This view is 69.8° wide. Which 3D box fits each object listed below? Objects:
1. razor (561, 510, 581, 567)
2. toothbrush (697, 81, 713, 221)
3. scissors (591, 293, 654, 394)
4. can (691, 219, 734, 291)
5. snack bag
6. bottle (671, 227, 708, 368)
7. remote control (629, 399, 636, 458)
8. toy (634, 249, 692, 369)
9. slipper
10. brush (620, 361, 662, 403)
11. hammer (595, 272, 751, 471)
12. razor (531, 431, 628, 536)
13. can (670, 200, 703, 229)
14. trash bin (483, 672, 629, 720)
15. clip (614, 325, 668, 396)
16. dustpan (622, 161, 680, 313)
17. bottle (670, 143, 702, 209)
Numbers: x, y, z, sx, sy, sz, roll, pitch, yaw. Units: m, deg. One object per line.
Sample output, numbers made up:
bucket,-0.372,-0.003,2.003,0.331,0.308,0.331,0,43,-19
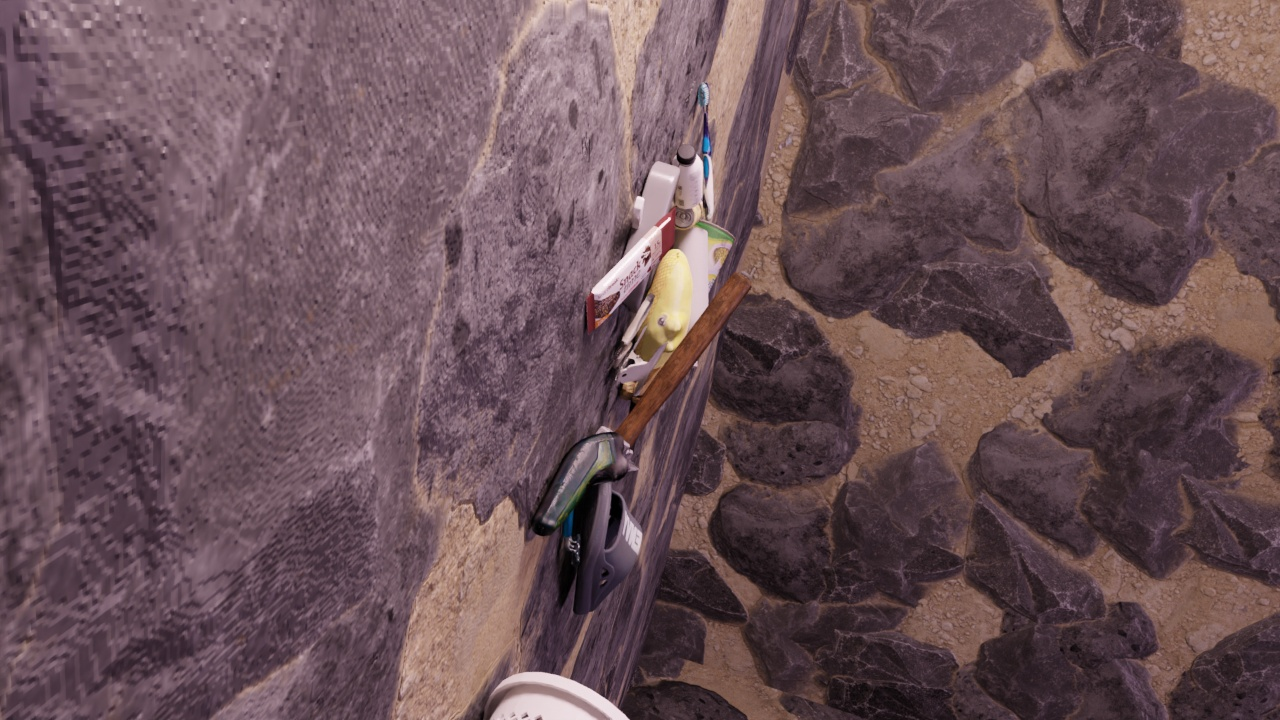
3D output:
razor,-0.084,0.191,1.092,0.144,0.022,0.042,91,-2,-46
toothbrush,0.087,-0.278,1.236,0.017,0.016,0.189,-46,138,-53
scissors,-0.020,-0.019,1.088,0.165,0.012,0.157,-61,176,-11
can,0.085,-0.142,1.365,0.121,0.067,0.067,-64,171,-2
snack bag,-0.007,-0.093,0.943,0.157,0.013,0.057,-48,156,-31
bottle,0.069,-0.087,1.295,0.052,0.052,0.195,64,26,-78
remote control,-0.011,0.100,1.437,0.034,0.013,0.150,-64,167,-51
toy,0.032,-0.065,1.231,0.154,0.064,0.171,-97,-160,-61
slipper,-0.043,0.257,1.211,0.269,0.083,0.110,102,-6,-49
brush,0.008,0.027,1.316,0.195,0.043,0.059,-38,142,-75
hammer,0.048,0.021,1.202,0.300,0.037,0.217,-53,167,-1
razor,-0.063,0.132,0.967,0.151,0.067,0.054,-53,171,-47
can,0.065,-0.206,1.276,0.079,0.038,0.038,-52,156,-70
trash bin,-0.112,0.438,0.860,0.199,0.195,0.196,-46,153,-53
clip,-0.006,0.007,1.148,0.052,0.058,0.102,-93,-157,-45
dustpan,0.007,-0.147,1.038,0.257,0.033,0.163,121,-14,-88
bottle,0.058,-0.235,1.162,0.116,0.041,0.041,80,27,-72
